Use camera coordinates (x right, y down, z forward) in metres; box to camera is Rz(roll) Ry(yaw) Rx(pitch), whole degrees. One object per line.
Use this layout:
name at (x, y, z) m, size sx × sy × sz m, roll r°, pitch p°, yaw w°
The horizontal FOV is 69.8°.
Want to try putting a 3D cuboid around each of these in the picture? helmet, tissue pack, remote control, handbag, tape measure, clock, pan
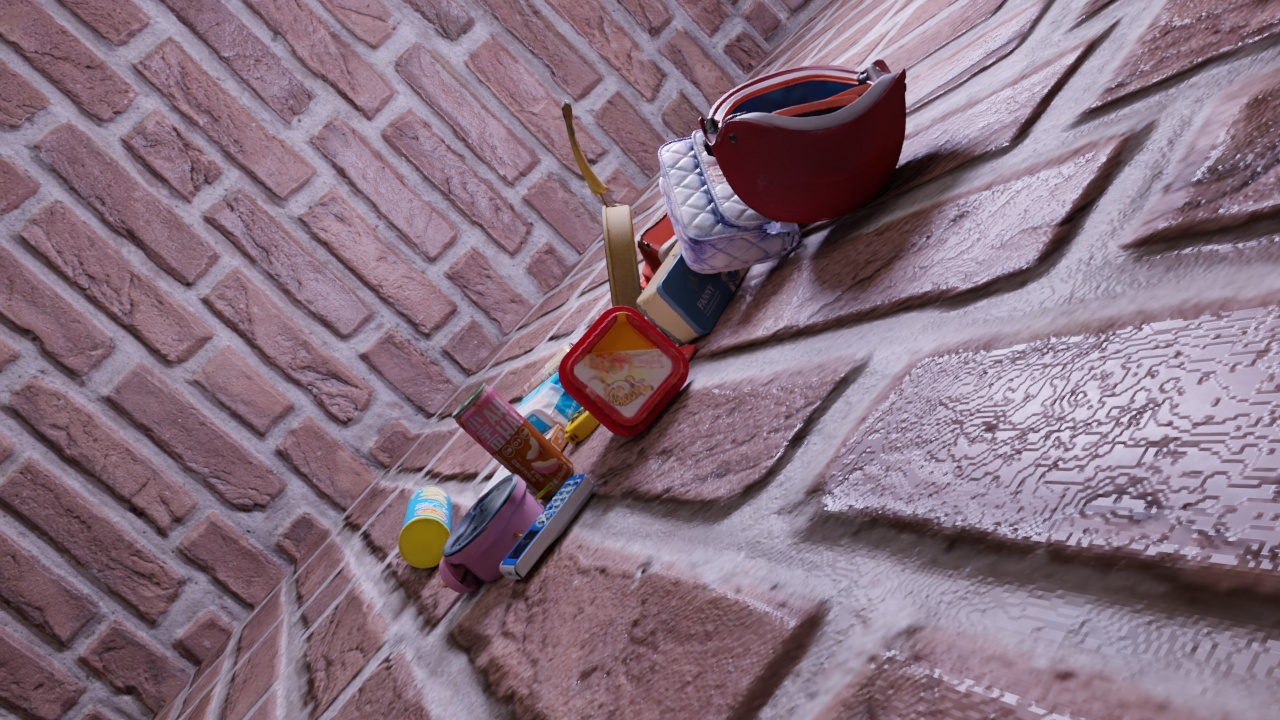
helmet at (0.177, -0.230, 0.988) m, size 0.207 × 0.144 × 0.239 m, roll -18°, pitch 25°, yaw -1°
tissue pack at (-0.134, 0.078, 1.282) m, size 0.140 × 0.063 × 0.089 m, roll -37°, pitch 18°, yaw 44°
remote control at (-0.093, 0.168, 0.931) m, size 0.124 × 0.024 × 0.049 m, roll -50°, pitch 12°, yaw -25°
handbag at (0.100, -0.197, 1.096) m, size 0.134 × 0.076 × 0.193 m, roll -12°, pitch 52°, yaw -6°
tape measure at (-0.073, 0.075, 1.168) m, size 0.057 × 0.029 × 0.060 m, roll -41°, pitch 13°, yaw 20°
clock at (-0.169, 0.196, 1.019) m, size 0.159 × 0.060 × 0.117 m, roll -37°, pitch 16°, yaw 31°
pan at (-0.051, -0.197, 1.296) m, size 0.078 × 0.357 × 0.197 m, roll -8°, pitch -3°, yaw 1°

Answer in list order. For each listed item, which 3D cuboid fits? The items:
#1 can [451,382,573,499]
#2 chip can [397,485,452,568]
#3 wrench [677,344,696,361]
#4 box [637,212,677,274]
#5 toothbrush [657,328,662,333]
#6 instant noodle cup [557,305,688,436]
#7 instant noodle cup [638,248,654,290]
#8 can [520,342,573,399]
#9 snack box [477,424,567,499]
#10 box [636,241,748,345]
can at (-0.146, 0.095, 1.061) m, size 0.058 × 0.147 × 0.058 m, roll -43°, pitch 12°, yaw 11°
chip can at (-0.312, 0.238, 1.341) m, size 0.071 × 0.071 × 0.210 m, roll -47°, pitch 12°, yaw -4°
wrench at (-0.007, 0.007, 1.161) m, size 0.056 × 0.016 × 0.274 m, roll -52°, pitch 18°, yaw -21°
box at (0.080, -0.180, 1.249) m, size 0.168 × 0.091 × 0.076 m, roll -43°, pitch 44°, yaw -9°
toothbrush at (0.012, -0.031, 1.258) m, size 0.191 × 0.018 × 0.016 m, roll -49°, pitch 13°, yaw -8°
instant noodle cup at (-0.023, 0.017, 1.015) m, size 0.116 × 0.116 × 0.124 m, roll -48°, pitch 0°, yaw -12°
instant noodle cup at (0.070, -0.176, 1.369) m, size 0.189 × 0.079 × 0.164 m, roll -35°, pitch 15°, yaw -2°
can at (-0.133, 0.030, 1.457) m, size 0.116 × 0.058 × 0.058 m, roll -44°, pitch 12°, yaw 5°
snack box at (-0.158, 0.145, 1.234) m, size 0.154 × 0.026 × 0.075 m, roll -35°, pitch 16°, yaw 43°
box at (0.064, -0.094, 1.121) m, size 0.060 × 0.090 × 0.183 m, roll -34°, pitch 19°, yaw 44°
